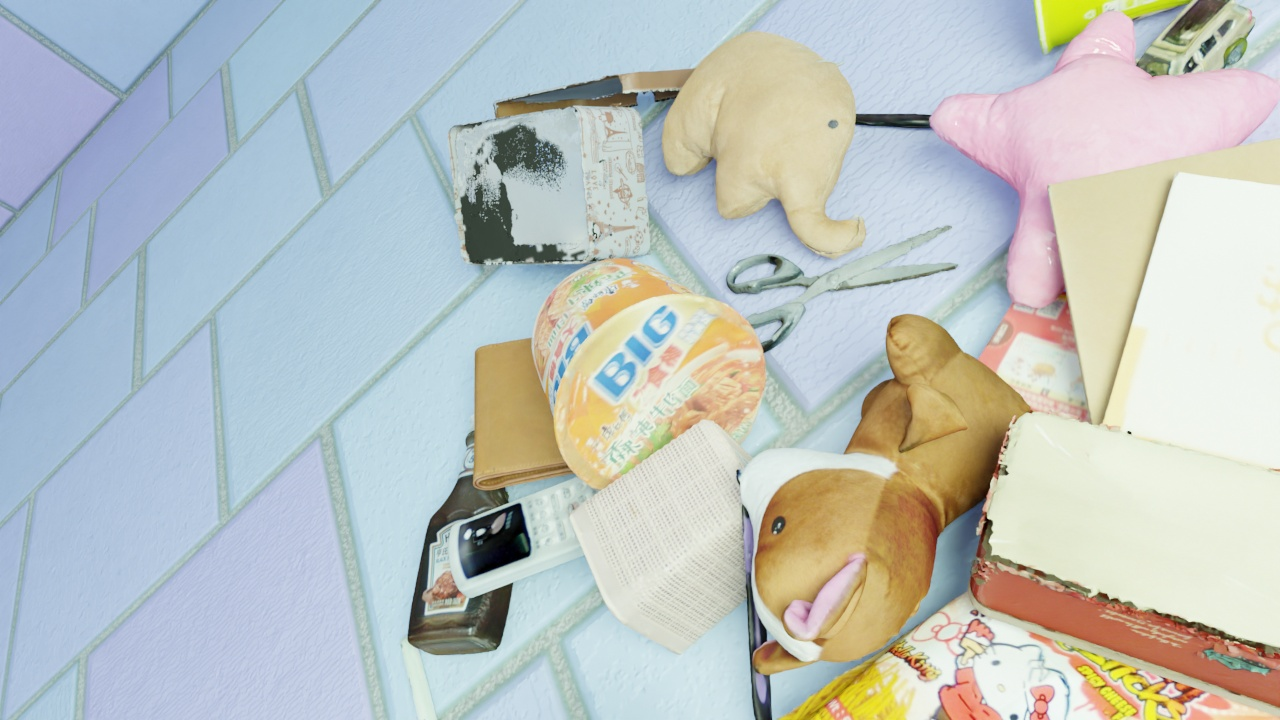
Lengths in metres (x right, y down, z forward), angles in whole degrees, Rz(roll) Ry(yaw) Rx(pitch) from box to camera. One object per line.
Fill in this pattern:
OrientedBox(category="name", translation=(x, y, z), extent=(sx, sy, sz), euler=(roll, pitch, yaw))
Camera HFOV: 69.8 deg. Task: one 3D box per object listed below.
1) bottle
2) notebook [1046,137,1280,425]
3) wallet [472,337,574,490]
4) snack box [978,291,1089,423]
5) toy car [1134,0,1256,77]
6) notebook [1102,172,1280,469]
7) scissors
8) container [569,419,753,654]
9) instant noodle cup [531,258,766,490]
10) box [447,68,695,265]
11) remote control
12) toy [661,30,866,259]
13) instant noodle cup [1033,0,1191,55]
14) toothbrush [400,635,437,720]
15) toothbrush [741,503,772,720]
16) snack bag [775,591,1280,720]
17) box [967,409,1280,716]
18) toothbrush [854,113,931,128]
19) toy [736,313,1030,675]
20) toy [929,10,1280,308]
OrientedBox(category="bottle", translation=(-0.132, 0.131, 0.728), extent=(0.080, 0.044, 0.194), euler=(-13, 53, 24))
OrientedBox(category="notebook", translation=(0.318, -0.039, 0.433), extent=(0.212, 0.012, 0.149), euler=(-9, 72, 22))
OrientedBox(category="wallet", translation=(-0.082, 0.036, 0.739), extent=(0.108, 0.031, 0.131), euler=(-11, 53, 5))
OrientedBox(category="snack box", translation=(0.262, 0.011, 0.494), extent=(0.153, 0.025, 0.075), euler=(25, 80, 46))
OrientedBox(category="toy car", translation=(0.329, -0.182, 0.564), extent=(0.090, 0.035, 0.042), euler=(-49, 41, 6))
OrientedBox(category="notebook", translation=(0.331, -0.002, 0.403), extent=(0.206, 0.010, 0.145), euler=(16, 83, 28))
OrientedBox(category="scissors", translation=(0.132, -0.058, 0.659), extent=(0.163, 0.014, 0.165), euler=(-49, 44, 1))
OrientedBox(category="container", translation=(0.032, 0.107, 0.576), extent=(0.111, 0.090, 0.090), euler=(-39, 44, 8))
OrientedBox(category="instant noodle cup", translation=(-0.004, 0.004, 0.641), extent=(0.151, 0.151, 0.111), euler=(-46, 35, 5))
OrientedBox(category="box", translation=(-0.050, -0.172, 0.844), extent=(0.181, 0.204, 0.158), euler=(2, 107, 40))
OrientedBox(category="remote control", translation=(-0.069, 0.121, 0.667), extent=(0.150, 0.021, 0.058), euler=(-22, 50, 4))
OrientedBox(category="toy", translation=(0.104, -0.170, 0.700), extent=(0.144, 0.082, 0.226), euler=(-59, 43, 19))
OrientedBox(category="instant noodle cup", translation=(0.318, -0.267, 0.586), extent=(0.124, 0.111, 0.111), euler=(-5, 59, 28))
OrientedBox(category="toothbrush", translation=(-0.153, 0.277, 0.664), extent=(0.020, 0.029, 0.189), euler=(-10, 40, -19))
OrientedBox(category="toothbrush", translation=(0.065, 0.170, 0.507), extent=(0.017, 0.014, 0.189), euler=(-15, 78, 63))
OrientedBox(category="snack bag", translation=(0.175, 0.162, 0.428), extent=(0.208, 0.073, 0.128), euler=(-30, 44, 0))
OrientedBox(category="box", translation=(0.234, 0.081, 0.388), extent=(0.168, 0.077, 0.091), euler=(15, 59, 24))
OrientedBox(category="toothbrush", translation=(0.160, -0.188, 0.722), extent=(0.181, 0.015, 0.018), euler=(15, 79, 45))
OrientedBox(category="toy", translation=(0.117, 0.072, 0.485), extent=(0.130, 0.140, 0.199), euler=(24, 67, 20))
OrientedBox(category="toy", translation=(0.277, -0.113, 0.521), extent=(0.179, 0.074, 0.194), euler=(-23, 61, 15))
